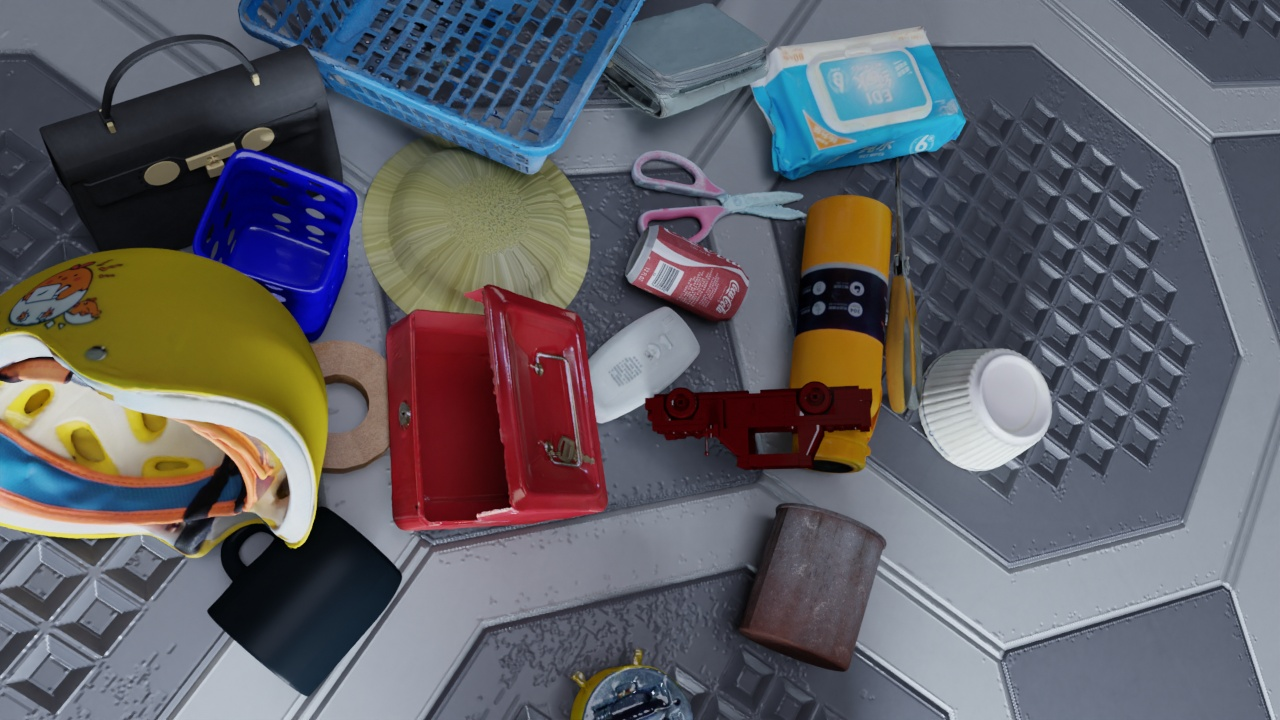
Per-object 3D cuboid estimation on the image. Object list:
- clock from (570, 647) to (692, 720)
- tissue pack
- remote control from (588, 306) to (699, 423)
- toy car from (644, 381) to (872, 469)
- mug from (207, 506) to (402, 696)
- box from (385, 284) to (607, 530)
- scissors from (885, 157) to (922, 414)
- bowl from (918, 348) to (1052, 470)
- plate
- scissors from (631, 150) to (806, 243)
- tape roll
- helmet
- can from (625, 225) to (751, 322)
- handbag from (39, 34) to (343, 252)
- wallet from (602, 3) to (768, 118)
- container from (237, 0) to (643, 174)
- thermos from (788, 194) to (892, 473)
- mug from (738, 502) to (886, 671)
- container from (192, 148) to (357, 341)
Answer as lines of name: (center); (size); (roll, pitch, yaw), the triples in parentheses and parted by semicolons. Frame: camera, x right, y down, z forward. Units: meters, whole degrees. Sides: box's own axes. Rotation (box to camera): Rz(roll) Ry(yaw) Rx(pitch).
clock: (-0.005, 0.274, 0.659); (0.083, 0.057, 0.118); (-15, 81, -22)
tissue pack: (0.200, -0.243, 0.864); (0.209, 0.066, 0.117); (-15, 80, -20)
remote control: (-0.004, 0.004, 0.746); (0.114, 0.028, 0.060); (-39, 91, -23)
toy car: (0.093, 0.052, 0.711); (0.170, 0.070, 0.061); (-3, 80, 13)
mug: (-0.231, 0.146, 0.611); (0.122, 0.085, 0.094); (31, 64, 22)
box: (-0.106, 0.042, 0.661); (0.136, 0.127, 0.157); (14, 64, -55)
scissors: (0.232, -0.065, 0.809); (0.113, 0.016, 0.229); (11, 78, -62)
bowl: (0.318, 0.038, 0.828); (0.115, 0.063, 0.115); (5, 74, -18)
plate: (-0.125, -0.109, 0.731); (0.184, 0.036, 0.184); (5, 74, -18)
scissors: (0.073, -0.154, 0.824); (0.178, 0.016, 0.101); (-11, 79, -21)
tape roll: (-0.220, 0.034, 0.666); (0.094, 0.027, 0.094); (5, 74, -18)
helmet: (-0.303, 0.017, 0.559); (0.240, 0.209, 0.139); (-6, 52, 14)
can: (0.040, -0.071, 0.768); (0.096, 0.054, 0.054); (24, 69, -11)
handbag: (-0.291, -0.154, 0.599); (0.175, 0.196, 0.072); (-29, 86, -23)
wallet: (0.039, -0.267, 0.808); (0.131, 0.054, 0.100); (-28, 60, -24)
container: (-0.109, -0.326, 0.742); (0.257, 0.089, 0.361); (24, 69, 4)
thermos: (0.178, -0.020, 0.788); (0.091, 0.076, 0.232); (12, 72, -10)
mug: (0.142, 0.184, 0.726); (0.123, 0.096, 0.110); (40, 69, -39)
container: (-0.249, -0.073, 0.636); (0.085, 0.114, 0.084); (19, 68, -13)
